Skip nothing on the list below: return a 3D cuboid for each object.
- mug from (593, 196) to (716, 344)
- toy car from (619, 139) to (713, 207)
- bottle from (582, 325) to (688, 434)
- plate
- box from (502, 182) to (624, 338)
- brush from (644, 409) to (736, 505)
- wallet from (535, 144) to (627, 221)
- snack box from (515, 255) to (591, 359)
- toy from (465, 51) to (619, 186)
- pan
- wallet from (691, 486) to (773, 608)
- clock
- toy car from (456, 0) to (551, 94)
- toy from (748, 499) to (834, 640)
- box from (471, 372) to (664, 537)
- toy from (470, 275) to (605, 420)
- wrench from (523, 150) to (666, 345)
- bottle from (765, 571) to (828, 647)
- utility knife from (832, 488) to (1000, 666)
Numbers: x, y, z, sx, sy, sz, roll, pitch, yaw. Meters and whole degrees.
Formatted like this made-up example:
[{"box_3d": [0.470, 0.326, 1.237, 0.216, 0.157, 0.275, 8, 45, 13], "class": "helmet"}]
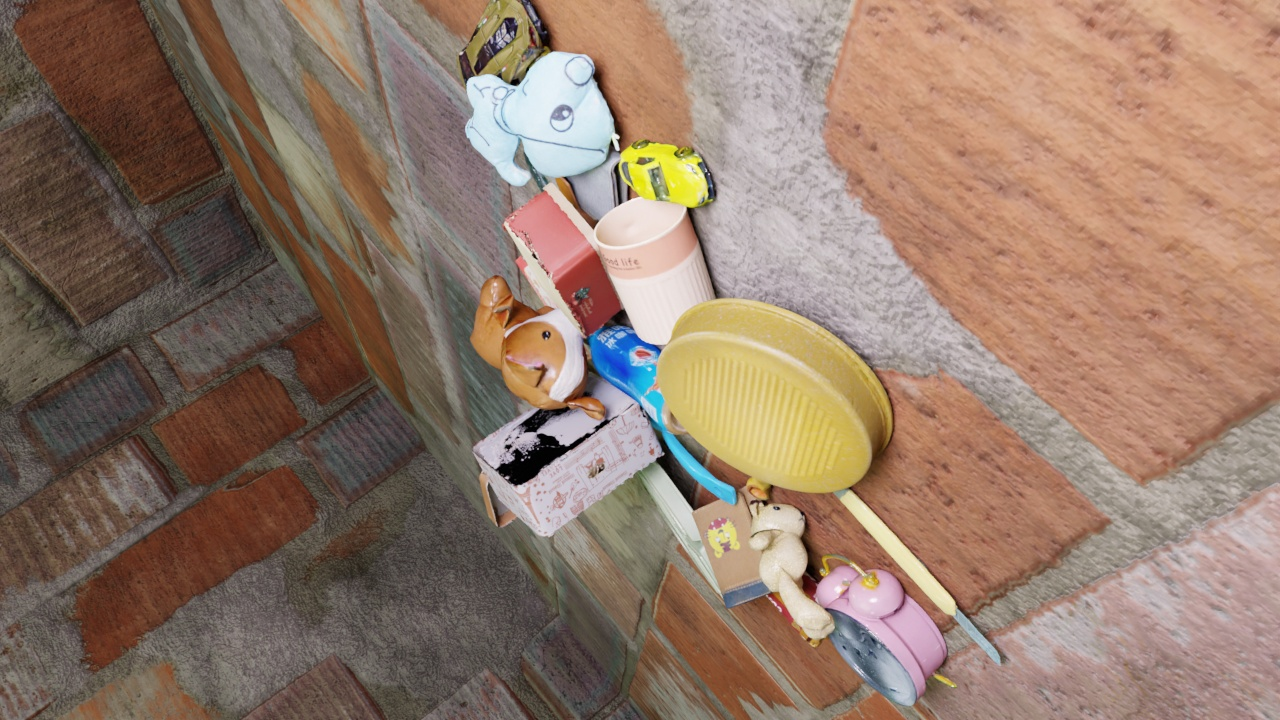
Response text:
[{"box_3d": [0.009, -0.084, 0.807, 0.114, 0.081, 0.106, 47, 164, 54], "class": "mug"}, {"box_3d": [0.018, -0.150, 0.748, 0.105, 0.032, 0.048, 25, 144, 50], "class": "toy car"}, {"box_3d": [-0.006, 0.006, 0.990, 0.219, 0.065, 0.065, 38, 155, 50], "class": "bottle"}, {"box_3d": [0.058, 0.212, 1.158, 0.230, 0.027, 0.230, 56, 173, 10], "class": "plate"}, {"box_3d": [-0.076, -0.088, 0.886, 0.091, 0.076, 0.168, 50, 175, 19], "class": "box"}, {"box_3d": [0.029, 0.091, 1.066, 0.255, 0.045, 0.083, 40, 152, 46], "class": "brush"}, {"box_3d": [-0.062, -0.184, 0.863, 0.129, 0.037, 0.107, 44, 157, 25], "class": "wallet"}, {"box_3d": [-0.093, -0.071, 1.118, 0.153, 0.025, 0.075, 57, 160, -7], "class": "snack box"}, {"box_3d": [-0.085, -0.204, 0.792, 0.156, 0.049, 0.162, 28, 140, 9], "class": "toy"}, {"box_3d": [0.112, 0.066, 0.823, 0.198, 0.078, 0.358, 26, 149, 16], "class": "pan"}, {"box_3d": [0.111, 0.203, 1.001, 0.090, 0.033, 0.115, -32, 69, 31], "class": "wallet"}, {"box_3d": [0.227, 0.253, 0.887, 0.158, 0.059, 0.117, 54, 161, -3], "class": "clock"}, {"box_3d": [-0.128, -0.269, 0.823, 0.158, 0.042, 0.070, -30, 87, 57], "class": "toy car"}, {"box_3d": [0.149, 0.204, 0.908, 0.105, 0.066, 0.157, 44, -162, -37], "class": "toy"}, {"box_3d": [-0.101, 0.113, 1.091, 0.134, 0.179, 0.271, 57, 159, -1], "class": "box"}, {"box_3d": [-0.112, -0.015, 1.022, 0.140, 0.131, 0.199, 28, -164, -34], "class": "toy"}, {"box_3d": [-0.037, -0.111, 0.951, 0.273, 0.016, 0.056, 53, 164, 4], "class": "wrench"}, {"box_3d": [0.150, 0.237, 1.027, 0.175, 0.057, 0.058, 43, 157, 27], "class": "bottle"}, {"box_3d": [0.240, 0.185, 0.808, 0.204, 0.021, 0.031, 53, 164, 22], "class": "utility knife"}]
